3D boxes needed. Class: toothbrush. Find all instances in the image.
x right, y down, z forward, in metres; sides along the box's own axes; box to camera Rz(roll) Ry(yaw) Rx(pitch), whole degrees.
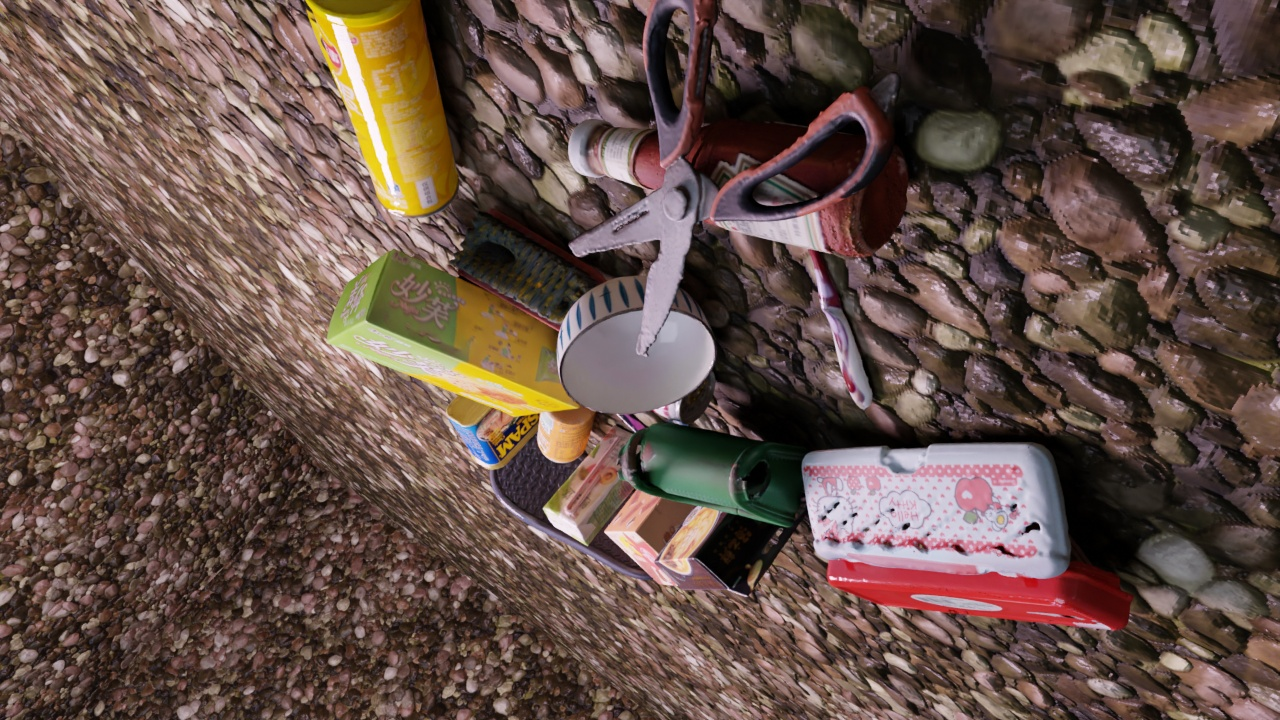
[{"bbox_3d":[-0.004,0.063,0.904,0.189,0.014,0.017,42,-176,18],"label":"toothbrush"},{"bbox_3d":[0.116,-0.030,0.564,0.016,0.017,0.188,19,148,42],"label":"toothbrush"}]

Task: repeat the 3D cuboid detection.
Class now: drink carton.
[{"bbox_3d":[-0.042,0.129,0.964,0.053,0.122,0.045,24,151,35],"label":"drink carton"}]

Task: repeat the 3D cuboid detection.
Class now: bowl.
[{"bbox_3d":[-0.007,-0.020,0.683,0.116,0.116,0.066,69,-175,-49],"label":"bowl"}]

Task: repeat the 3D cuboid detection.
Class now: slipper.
[{"bbox_3d":[-0.073,0.188,1.143,0.268,0.110,0.083,30,159,15],"label":"slipper"}]

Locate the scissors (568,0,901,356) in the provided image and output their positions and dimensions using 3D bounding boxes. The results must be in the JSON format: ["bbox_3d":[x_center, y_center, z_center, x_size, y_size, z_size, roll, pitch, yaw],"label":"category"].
[{"bbox_3d":[0.032,-0.091,0.452,0.189,0.015,0.226,27,123,36],"label":"scissors"}]

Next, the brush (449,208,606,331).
[{"bbox_3d":[-0.081,-0.067,0.758,0.146,0.063,0.069,31,-174,20],"label":"brush"}]

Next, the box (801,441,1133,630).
[{"bbox_3d":[0.201,0.123,0.611,0.202,0.073,0.154,-12,118,54],"label":"box"}]

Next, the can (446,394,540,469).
[{"bbox_3d":[-0.166,0.062,1.063,0.057,0.101,0.083,24,151,35],"label":"can"}]

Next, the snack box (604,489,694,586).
[{"bbox_3d":[0.030,0.193,1.027,0.093,0.076,0.095,45,157,-10],"label":"snack box"}]

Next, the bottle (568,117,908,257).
[{"bbox_3d":[0.041,-0.103,0.496,0.206,0.059,0.060,21,150,40],"label":"bottle"}]

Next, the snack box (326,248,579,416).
[{"bbox_3d":[-0.166,-0.017,0.849,0.210,0.070,0.158,24,163,-26],"label":"snack box"}]

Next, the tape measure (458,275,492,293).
[{"bbox_3d":[-0.166,-0.060,0.921,0.057,0.039,0.058,45,157,-12],"label":"tape measure"}]

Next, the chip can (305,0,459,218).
[{"bbox_3d":[-0.178,-0.191,0.662,0.072,0.072,0.214,34,157,14],"label":"chip can"}]

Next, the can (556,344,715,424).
[{"bbox_3d":[-0.005,0.004,0.768,0.133,0.053,0.053,26,154,31],"label":"can"}]

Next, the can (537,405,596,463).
[{"bbox_3d":[-0.080,0.065,0.989,0.058,0.058,0.146,37,157,8],"label":"can"}]

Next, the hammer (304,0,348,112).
[{"bbox_3d":[-0.234,-0.249,0.694,0.126,0.031,0.324,32,156,21],"label":"hammer"}]

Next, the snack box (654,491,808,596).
[{"bbox_3d":[0.082,0.152,0.825,0.053,0.113,0.126,43,157,-5],"label":"snack box"}]

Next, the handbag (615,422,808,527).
[{"bbox_3d":[0.059,0.090,0.733,0.131,0.068,0.120,8,176,36],"label":"handbag"}]

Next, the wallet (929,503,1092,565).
[{"bbox_3d":[0.236,0.109,0.631,0.101,0.020,0.115,49,153,-18],"label":"wallet"}]

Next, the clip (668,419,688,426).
[{"bbox_3d":[0.035,0.075,0.879,0.027,0.043,0.058,25,160,27],"label":"clip"}]
